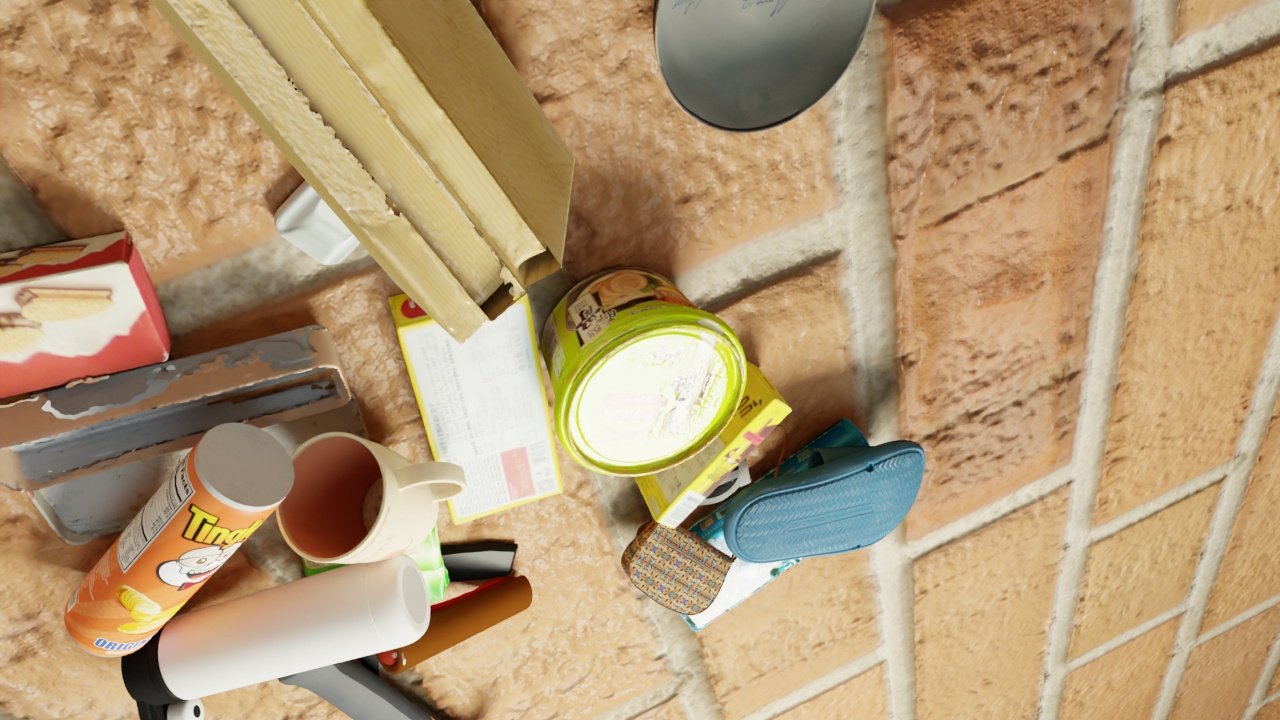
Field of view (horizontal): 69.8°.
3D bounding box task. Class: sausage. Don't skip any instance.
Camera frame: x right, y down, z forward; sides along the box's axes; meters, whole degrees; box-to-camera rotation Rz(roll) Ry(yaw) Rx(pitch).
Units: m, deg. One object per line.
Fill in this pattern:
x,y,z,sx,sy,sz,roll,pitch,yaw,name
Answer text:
-0.156,0.220,0.782,0.155,0.040,0.040,-14,135,-49,sausage

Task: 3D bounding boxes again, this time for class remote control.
-0.168,0.176,0.793,0.124,0.010,0.039,1,124,-26,remote control
-0.163,-0.114,0.561,0.133,0.022,0.050,-43,132,10,remote control

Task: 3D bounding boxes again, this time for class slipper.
0.167,0.127,0.829,0.213,0.059,0.104,-13,115,-21,slipper

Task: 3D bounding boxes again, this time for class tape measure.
0.069,0.103,0.846,0.065,0.016,0.064,-23,131,-8,tape measure

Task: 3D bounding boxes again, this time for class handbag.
0.066,0.135,0.832,0.093,0.043,0.196,34,95,-16,handbag

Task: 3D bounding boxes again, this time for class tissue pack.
-0.214,0.159,0.732,0.114,0.034,0.100,-6,123,-11,tissue pack

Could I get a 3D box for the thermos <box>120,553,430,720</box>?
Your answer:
-0.273,0.221,0.694,0.230,0.068,0.101,-16,100,5,thermos

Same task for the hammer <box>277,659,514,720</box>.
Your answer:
-0.219,0.335,0.833,0.139,0.035,0.313,-31,132,1,hammer

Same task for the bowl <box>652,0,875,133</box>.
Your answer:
0.067,-0.222,0.565,0.150,0.056,0.151,-13,130,-16,bowl

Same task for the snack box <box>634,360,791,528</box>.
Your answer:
0.059,0.072,0.787,0.025,0.061,0.149,31,108,-36,snack box

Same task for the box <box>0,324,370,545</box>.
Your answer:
-0.299,0.054,0.613,0.216,0.063,0.157,-16,138,-14,box

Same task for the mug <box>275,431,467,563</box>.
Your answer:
-0.177,0.095,0.642,0.111,0.085,0.104,-18,163,7,mug

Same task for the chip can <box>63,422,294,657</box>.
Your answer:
-0.313,0.125,0.616,0.062,0.062,0.211,26,126,-38,chip can

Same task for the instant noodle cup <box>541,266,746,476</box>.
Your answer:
-0.004,0.004,0.680,0.146,0.097,0.146,-13,130,-16,instant noodle cup

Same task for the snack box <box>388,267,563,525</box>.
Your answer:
-0.118,0.032,0.684,0.092,0.042,0.201,-16,131,-13,snack box

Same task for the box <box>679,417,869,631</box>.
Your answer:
0.123,0.155,0.899,0.243,0.066,0.091,-36,111,4,box

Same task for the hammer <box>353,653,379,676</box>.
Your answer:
-0.234,0.320,0.859,0.140,0.036,0.327,-21,132,-7,hammer

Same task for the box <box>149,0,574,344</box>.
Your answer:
-0.139,-0.143,0.458,0.148,0.141,0.249,-37,125,0,box

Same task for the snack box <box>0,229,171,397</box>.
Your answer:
-0.417,-0.005,0.510,0.272,0.044,0.077,-14,130,-16,snack box
